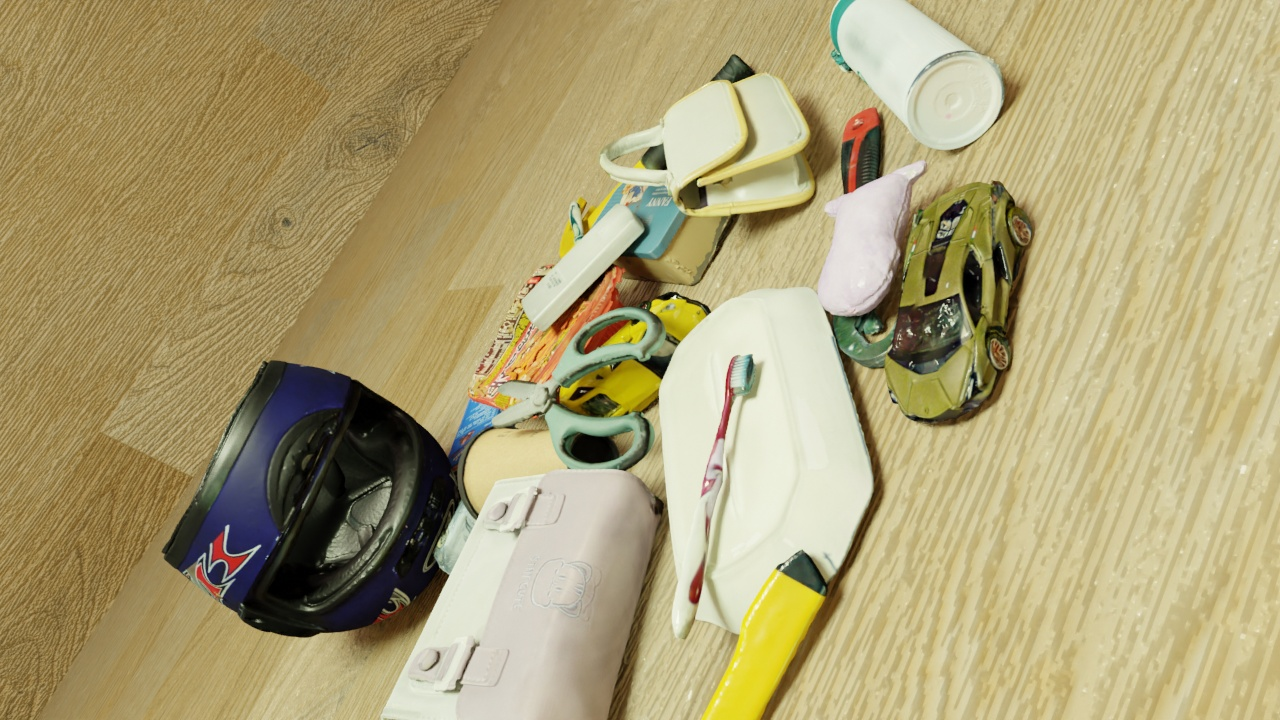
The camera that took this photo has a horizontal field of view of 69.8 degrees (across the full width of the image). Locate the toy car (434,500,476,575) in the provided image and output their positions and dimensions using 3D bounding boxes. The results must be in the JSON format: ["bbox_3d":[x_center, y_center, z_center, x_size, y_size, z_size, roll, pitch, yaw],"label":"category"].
[{"bbox_3d":[-0.141,0.143,0.837,0.037,0.054,0.120,-5,55,59],"label":"toy car"}]

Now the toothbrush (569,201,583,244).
[{"bbox_3d":[-0.071,-0.137,1.016,0.016,0.018,0.191,-45,29,20],"label":"toothbrush"}]

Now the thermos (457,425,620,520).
[{"bbox_3d":[-0.086,0.094,0.772,0.144,0.093,0.092,-14,47,44],"label":"thermos"}]

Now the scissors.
[{"bbox_3d":[-0.050,0.040,0.704,0.178,0.019,0.169,-27,56,22],"label":"scissors"}]

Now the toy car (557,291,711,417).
[{"bbox_3d":[-0.004,0.004,0.753,0.156,0.071,0.041,-40,28,26],"label":"toy car"}]

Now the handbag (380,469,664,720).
[{"bbox_3d":[-0.073,0.173,0.633,0.145,0.098,0.196,-13,41,35],"label":"handbag"}]

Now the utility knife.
[{"bbox_3d":[0.052,0.181,0.495,0.033,0.015,0.173,28,89,20],"label":"utility knife"}]

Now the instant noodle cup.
[{"bbox_3d":[-0.078,-0.012,0.884,0.164,0.079,0.189,-60,27,-11],"label":"instant noodle cup"}]

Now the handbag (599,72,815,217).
[{"bbox_3d":[0.051,-0.185,0.792,0.179,0.063,0.163,-10,37,4],"label":"handbag"}]

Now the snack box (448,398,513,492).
[{"bbox_3d":[-0.167,0.065,1.002,0.085,0.026,0.156,-28,37,43],"label":"snack box"}]

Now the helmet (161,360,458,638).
[{"bbox_3d":[-0.294,0.139,0.877,0.316,0.240,0.246,-29,40,58],"label":"helmet"}]

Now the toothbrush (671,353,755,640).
[{"bbox_3d":[0.047,0.076,0.556,0.017,0.016,0.187,-13,52,42],"label":"toothbrush"}]

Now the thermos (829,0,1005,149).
[{"bbox_3d":[0.197,-0.231,0.701,0.073,0.073,0.223,-44,28,21],"label":"thermos"}]

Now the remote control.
[{"bbox_3d":[-0.053,-0.086,0.839,0.135,0.019,0.056,-45,30,5],"label":"remote control"}]

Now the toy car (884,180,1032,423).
[{"bbox_3d":[0.181,-0.036,0.531,0.070,0.042,0.157,-20,45,50],"label":"toy car"}]

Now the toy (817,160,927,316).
[{"bbox_3d":[0.144,-0.076,0.602,0.084,0.039,0.107,-19,49,52],"label":"toy"}]

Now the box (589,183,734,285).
[{"bbox_3d":[0.017,-0.124,0.879,0.089,0.062,0.184,-60,25,-9],"label":"box"}]

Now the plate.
[{"bbox_3d":[0.065,0.049,0.608,0.162,0.034,0.265,-42,32,31],"label":"plate"}]

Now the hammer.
[{"bbox_3d":[0.011,-0.220,1.034,0.301,0.033,0.128,-44,29,21],"label":"hammer"}]

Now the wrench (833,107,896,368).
[{"bbox_3d":[0.161,-0.098,0.659,0.056,0.016,0.272,-30,36,35],"label":"wrench"}]
